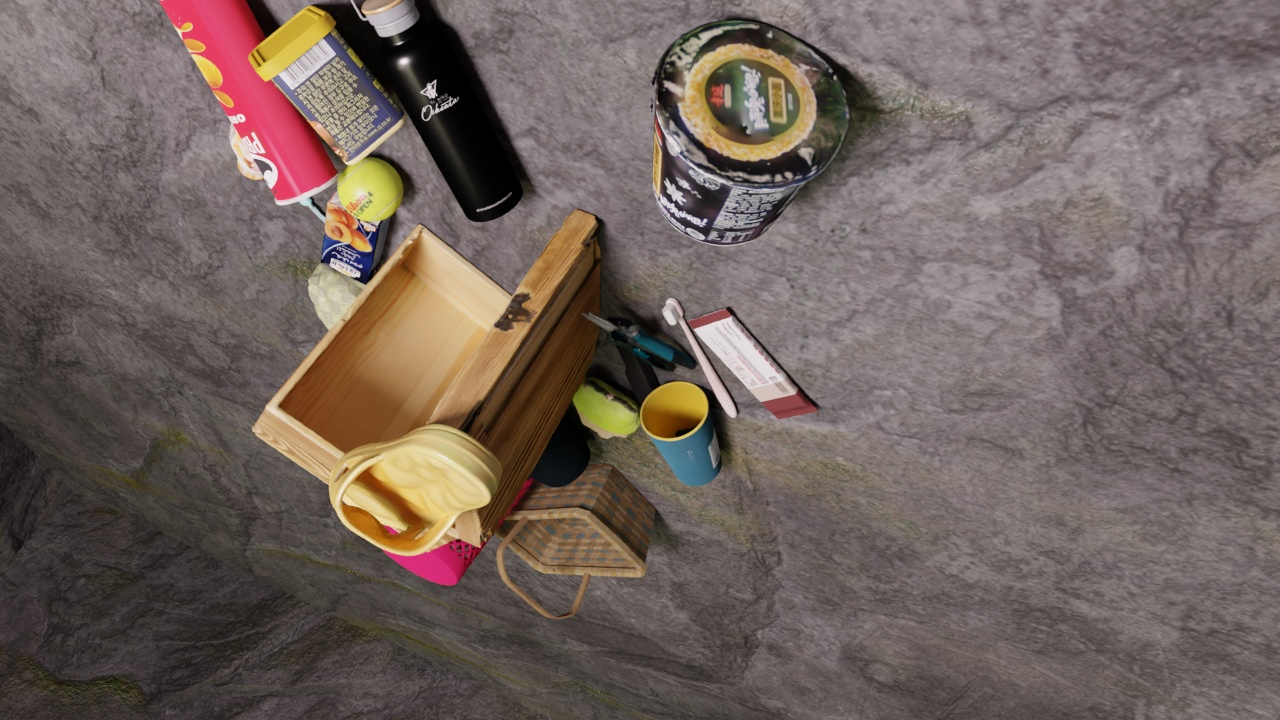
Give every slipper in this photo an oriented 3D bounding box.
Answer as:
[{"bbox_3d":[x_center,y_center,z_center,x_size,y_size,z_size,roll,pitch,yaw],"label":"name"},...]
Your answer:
[{"bbox_3d":[-0.206,0.121,0.785,0.099,0.078,0.264,40,145,-19],"label":"slipper"}]

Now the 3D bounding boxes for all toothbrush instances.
[{"bbox_3d":[0.066,0.003,0.973,0.016,0.018,0.181,2,139,37],"label":"toothbrush"}]

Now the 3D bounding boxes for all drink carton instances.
[{"bbox_3d":[-0.325,-0.143,1.047,0.064,0.040,0.130,27,147,-8],"label":"drink carton"}]

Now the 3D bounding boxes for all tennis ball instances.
[{"bbox_3d":[-0.279,-0.177,0.949,0.065,0.065,0.065,20,146,14],"label":"tennis ball"}]

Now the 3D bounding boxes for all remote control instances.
[{"bbox_3d":[-0.006,0.006,1.032,0.032,0.015,0.136,7,141,31],"label":"remote control"}]

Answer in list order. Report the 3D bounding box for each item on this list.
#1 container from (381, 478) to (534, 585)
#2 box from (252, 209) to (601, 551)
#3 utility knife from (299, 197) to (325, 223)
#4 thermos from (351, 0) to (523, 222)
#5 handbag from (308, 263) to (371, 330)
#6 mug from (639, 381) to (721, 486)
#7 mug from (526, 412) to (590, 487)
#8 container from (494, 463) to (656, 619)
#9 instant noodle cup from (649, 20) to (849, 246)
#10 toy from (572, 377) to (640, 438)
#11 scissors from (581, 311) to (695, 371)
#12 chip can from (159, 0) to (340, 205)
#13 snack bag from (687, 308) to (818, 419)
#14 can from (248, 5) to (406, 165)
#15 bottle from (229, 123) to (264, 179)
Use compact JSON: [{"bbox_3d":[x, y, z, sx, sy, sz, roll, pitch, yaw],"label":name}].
[{"bbox_3d":[-0.246,0.176,1.254,0.183,0.225,0.183,20,146,14],"label":"container"},{"bbox_3d":[-0.163,0.014,0.928,0.282,0.278,0.316,39,144,-16],"label":"box"},{"bbox_3d":[-0.396,-0.193,1.069,0.022,0.015,0.179,-9,134,44],"label":"utility knife"},{"bbox_3d":[-0.176,-0.229,0.803,0.061,0.061,0.231,7,141,31],"label":"thermos"},{"bbox_3d":[-0.360,-0.030,1.164,0.113,0.116,0.186,9,144,28],"label":"handbag"},{"bbox_3d":[0.053,0.090,1.052,0.078,0.078,0.121,10,148,27],"label":"mug"},{"bbox_3d":[-0.135,0.120,1.195,0.094,0.121,0.085,54,179,-33],"label":"mug"},{"bbox_3d":[-0.116,0.260,1.303,0.251,0.185,0.157,-12,129,46],"label":"container"},{"bbox_3d":[0.067,-0.153,0.665,0.137,0.137,0.112,27,156,4],"label":"instant noodle cup"},{"bbox_3d":[-0.045,0.062,1.113,0.092,0.046,0.115,30,154,1],"label":"toy"},{"bbox_3d":[-0.004,-0.016,0.964,0.128,0.019,0.140,9,159,6],"label":"scissors"},{"bbox_3d":[-0.369,-0.261,0.866,0.069,0.069,0.221,2,128,36],"label":"chip can"},{"bbox_3d":[0.116,0.006,0.941,0.158,0.013,0.057,45,142,-23],"label":"snack bag"},{"bbox_3d":[-0.275,-0.242,0.807,0.104,0.075,0.135,52,175,-34],"label":"can"},{"bbox_3d":[-0.401,-0.232,0.970,0.063,0.063,0.109,38,147,-12],"label":"bottle"}]
